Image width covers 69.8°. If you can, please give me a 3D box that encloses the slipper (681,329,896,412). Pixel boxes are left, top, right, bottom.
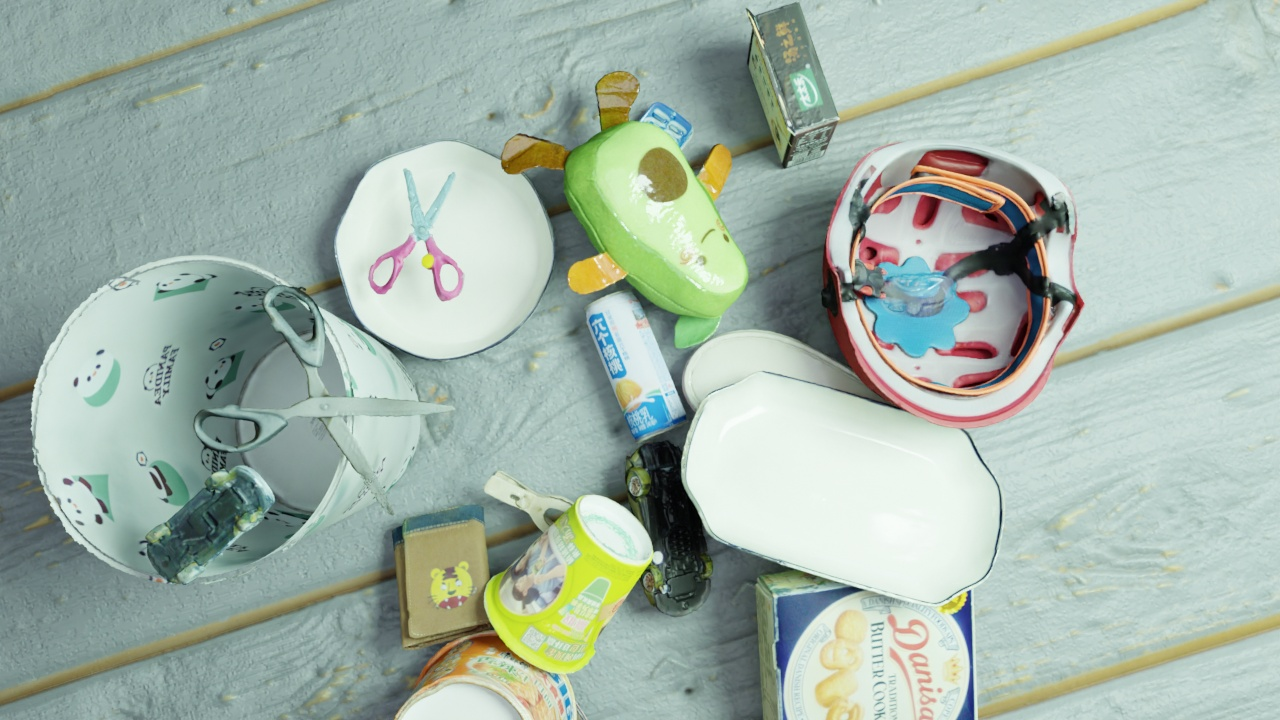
[{"bbox_3d":[0.169,0.054,0.832,0.274,0.054,0.114,21,87,7],"label":"slipper"}]

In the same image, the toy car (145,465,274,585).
[{"bbox_3d":[-0.284,0.108,0.607,0.090,0.034,0.043,-42,88,1],"label":"toy car"}]

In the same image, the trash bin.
[{"bbox_3d":[-0.306,0.048,0.756,0.229,0.252,0.229,0,86,2],"label":"trash bin"}]

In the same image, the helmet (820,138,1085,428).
[{"bbox_3d":[0.251,-0.058,0.789,0.207,0.144,0.240,5,83,-1],"label":"helmet"}]

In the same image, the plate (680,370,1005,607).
[{"bbox_3d":[0.165,0.106,0.764,0.266,0.034,0.161,15,66,4],"label":"plate"}]

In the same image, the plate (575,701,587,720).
[{"bbox_3d":[-0.130,0.367,0.830,0.192,0.039,0.192,0,85,4],"label":"plate"}]

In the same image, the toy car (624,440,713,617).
[{"bbox_3d":[0.024,0.152,0.831,0.070,0.042,0.158,-4,84,-33],"label":"toy car"}]

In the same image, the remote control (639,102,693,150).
[{"bbox_3d":[-0.003,-0.184,0.871,0.049,0.024,0.125,38,88,5],"label":"remote control"}]

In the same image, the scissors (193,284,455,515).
[{"bbox_3d":[-0.214,0.026,0.623,0.178,0.014,0.159,-2,87,-1],"label":"scissors"}]

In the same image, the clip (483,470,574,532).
[{"bbox_3d":[-0.096,0.134,0.847,0.100,0.070,0.034,27,89,-3],"label":"clip"}]

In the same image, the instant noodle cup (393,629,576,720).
[{"bbox_3d":[-0.134,0.310,0.759,0.151,0.111,0.151,0,84,4],"label":"instant noodle cup"}]

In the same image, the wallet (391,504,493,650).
[{"bbox_3d":[-0.179,0.194,0.828,0.090,0.033,0.115,-15,60,3],"label":"wallet"}]

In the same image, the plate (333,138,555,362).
[{"bbox_3d":[-0.181,-0.102,0.865,0.205,0.045,0.205,0,87,3],"label":"plate"}]

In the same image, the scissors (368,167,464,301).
[{"bbox_3d":[-0.207,-0.112,0.837,0.118,0.017,0.133,-18,81,6],"label":"scissors"}]

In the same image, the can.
[{"bbox_3d":[-0.005,0.005,0.844,0.053,0.053,0.134,-22,85,1],"label":"can"}]

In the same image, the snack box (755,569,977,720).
[{"bbox_3d":[0.195,0.263,0.784,0.182,0.046,0.178,-7,100,-9],"label":"snack box"}]

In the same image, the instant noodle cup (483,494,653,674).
[{"bbox_3d":[-0.054,0.184,0.786,0.111,0.111,0.124,40,109,5],"label":"instant noodle cup"}]

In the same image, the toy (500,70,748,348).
[{"bbox_3d":[0.006,-0.134,0.811,0.226,0.090,0.246,-43,94,-25],"label":"toy"}]

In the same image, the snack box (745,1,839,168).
[{"bbox_3d":[0.131,-0.245,0.818,0.053,0.125,0.113,-18,85,1],"label":"snack box"}]
